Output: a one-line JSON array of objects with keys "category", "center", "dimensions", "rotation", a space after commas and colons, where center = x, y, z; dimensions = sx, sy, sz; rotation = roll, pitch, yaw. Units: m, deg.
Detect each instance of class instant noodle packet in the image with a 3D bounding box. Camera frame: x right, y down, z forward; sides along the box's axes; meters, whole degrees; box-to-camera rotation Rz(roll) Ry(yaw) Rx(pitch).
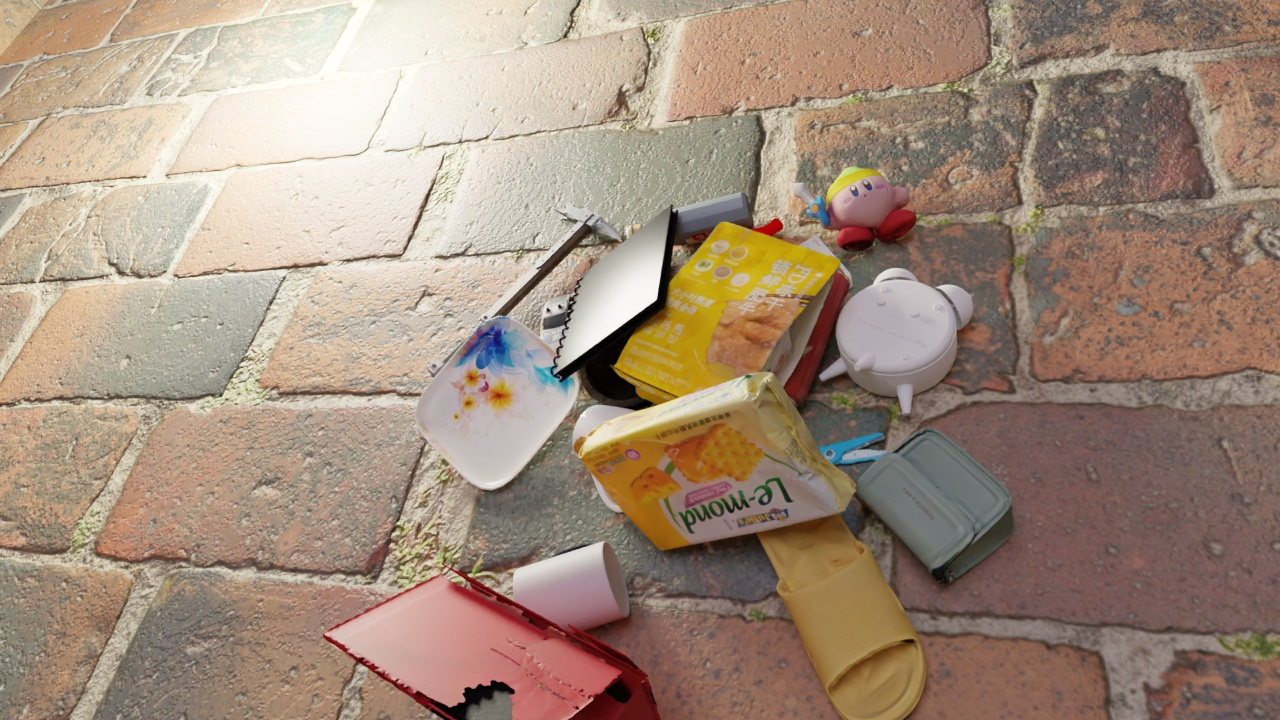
[{"category": "instant noodle packet", "center": [0.097, -0.041, 0.988], "dimensions": [0.163, 0.084, 0.221], "rotation": [24, 76, 35]}]

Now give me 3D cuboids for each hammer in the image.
[{"category": "hammer", "center": [-0.165, -0.088, 1.236], "dimensions": [0.316, 0.028, 0.147], "rotation": [-47, 45, -13]}]

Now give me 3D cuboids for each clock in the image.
[{"category": "clock", "center": [0.279, -0.031, 0.998], "dimensions": [0.125, 0.073, 0.160], "rotation": [25, 67, 34]}]

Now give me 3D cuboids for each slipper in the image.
[{"category": "slipper", "center": [0.178, 0.207, 0.858], "dimensions": [0.099, 0.078, 0.263], "rotation": [-24, 52, -2]}]

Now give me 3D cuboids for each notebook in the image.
[{"category": "notebook", "center": [-0.029, -0.083, 1.094], "dimensions": [0.169, 0.019, 0.230], "rotation": [-35, 25, 27]}]

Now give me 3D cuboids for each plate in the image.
[{"category": "plate", "center": [-0.175, 0.051, 1.124], "dimensions": [0.187, 0.016, 0.187], "rotation": [38, 86, 30]}]

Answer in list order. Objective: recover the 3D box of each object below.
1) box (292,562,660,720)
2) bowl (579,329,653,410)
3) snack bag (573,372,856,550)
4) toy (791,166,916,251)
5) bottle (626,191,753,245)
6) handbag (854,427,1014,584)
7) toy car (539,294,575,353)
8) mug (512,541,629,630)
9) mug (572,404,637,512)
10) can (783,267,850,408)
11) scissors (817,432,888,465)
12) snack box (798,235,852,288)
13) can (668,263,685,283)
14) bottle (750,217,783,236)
[{"category": "box", "center": [-0.108, 0.256, 0.782], "dimensions": [0.211, 0.315, 0.124], "rotation": [19, 74, 30]}, {"category": "bowl", "center": [-0.006, 0.006, 1.089], "dimensions": [0.121, 0.056, 0.121], "rotation": [-9, 67, 20]}, {"category": "snack bag", "center": [0.064, 0.098, 0.887], "dimensions": [0.248, 0.159, 0.068], "rotation": [-19, 32, 34]}, {"category": "toy", "center": [0.263, -0.195, 1.136], "dimensions": [0.124, 0.097, 0.131], "rotation": [-22, 68, 12]}, {"category": "bottle", "center": [0.063, -0.176, 1.192], "dimensions": [0.161, 0.072, 0.046], "rotation": [-12, 90, 12]}, {"category": "handbag", "center": [0.283, 0.137, 0.876], "dimensions": [0.106, 0.067, 0.122], "rotation": [-37, 51, -6]}, {"category": "toy car", "center": [-0.105, -0.048, 1.172], "dimensions": [0.048, 0.040, 0.112], "rotation": [-16, 38, 11]}, {"category": "mug", "center": [-0.070, 0.229, 0.946], "dimensions": [0.097, 0.079, 0.111], "rotation": [-19, 22, 7]}, {"category": "mug", "center": [-0.025, 0.108, 1.020], "dimensions": [0.088, 0.080, 0.114], "rotation": [16, 93, 36]}, {"category": "can", "center": [0.177, -0.029, 1.025], "dimensions": [0.067, 0.067, 0.170], "rotation": [15, 72, 29]}, {"category": "scissors", "center": [0.195, 0.093, 0.978], "dimensions": [0.141, 0.014, 0.090], "rotation": [-23, 53, 7]}, {"category": "snack box", "center": [0.172, -0.086, 1.111], "dimensions": [0.150, 0.026, 0.082], "rotation": [-30, 49, -1]}, {"category": "can", "center": [0.046, -0.083, 1.115], "dimensions": [0.105, 0.067, 0.067], "rotation": [-5, 51, 39]}, {"category": "bottle", "center": [0.130, -0.141, 1.162], "dimensions": [0.119, 0.036, 0.036], "rotation": [-36, 51, -8]}]
